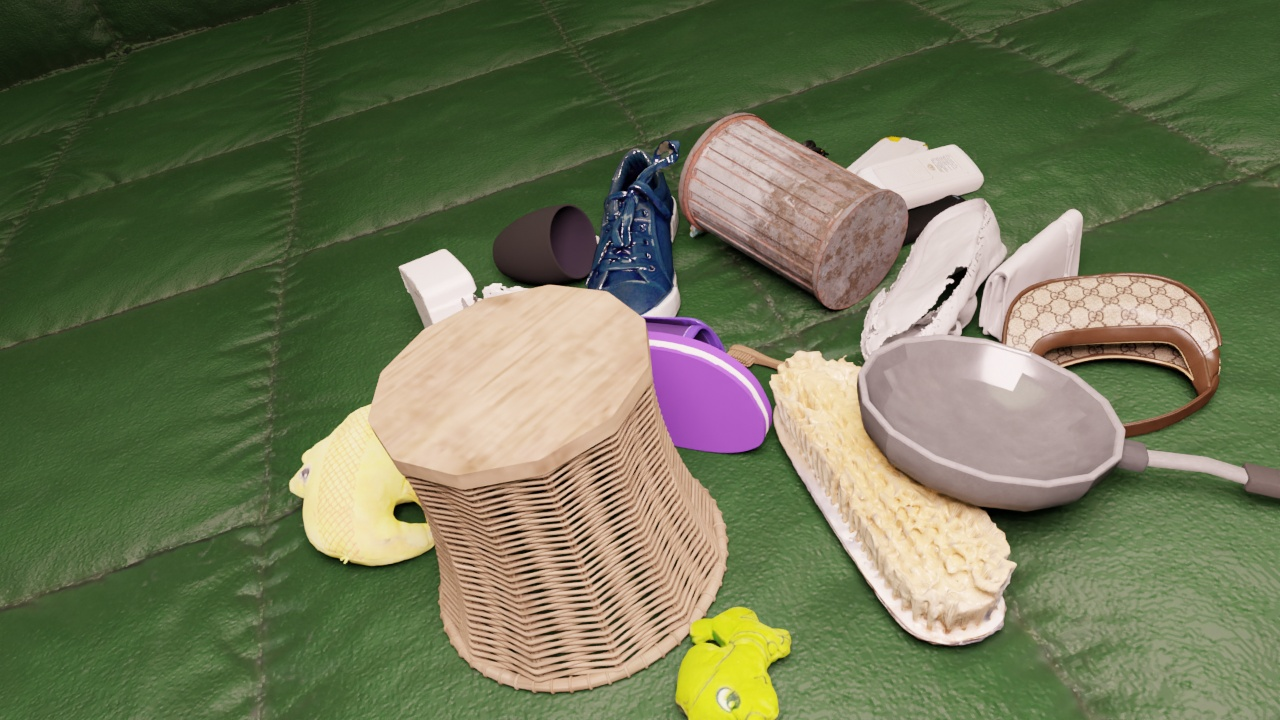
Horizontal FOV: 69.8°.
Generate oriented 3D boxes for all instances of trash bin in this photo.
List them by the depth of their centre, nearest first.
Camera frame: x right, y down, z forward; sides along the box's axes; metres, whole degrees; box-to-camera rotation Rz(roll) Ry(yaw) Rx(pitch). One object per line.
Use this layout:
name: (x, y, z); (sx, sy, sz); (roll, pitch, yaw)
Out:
trash bin: (0.143, -0.154, 0.915); (0.130, 0.131, 0.211); (-32, 49, -21)

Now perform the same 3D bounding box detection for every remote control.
remote control: (0.275, -0.139, 0.960); (0.151, 0.020, 0.041); (-23, 36, -9)
remote control: (0.302, -0.197, 0.993); (0.138, 0.025, 0.060); (-17, 58, -17)

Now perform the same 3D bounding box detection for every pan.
pan: (0.324, 0.064, 0.627); (0.357, 0.041, 0.178); (13, 33, 12)

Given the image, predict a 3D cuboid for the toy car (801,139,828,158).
toy car: (0.166, -0.209, 1.023); (0.100, 0.051, 0.048); (3, 54, 42)

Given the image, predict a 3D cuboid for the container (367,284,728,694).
container: (-0.064, 0.080, 0.651); (0.227, 0.196, 0.226); (-10, 37, 7)

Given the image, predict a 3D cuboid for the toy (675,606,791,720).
toy: (0.060, 0.199, 0.592); (0.093, 0.036, 0.094); (-33, 34, -27)

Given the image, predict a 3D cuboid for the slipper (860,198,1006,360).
slipper: (0.263, -0.059, 0.812); (0.112, 0.074, 0.246); (-38, 7, 48)

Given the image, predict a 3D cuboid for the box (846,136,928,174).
box: (0.247, -0.191, 1.028); (0.064, 0.033, 0.208); (24, 53, 37)

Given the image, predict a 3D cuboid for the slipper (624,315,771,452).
slipper: (-0.005, 0.005, 0.811); (0.267, 0.107, 0.083); (4, 39, 30)

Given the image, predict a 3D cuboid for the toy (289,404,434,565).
toy: (-0.229, 0.103, 0.795); (0.155, 0.065, 0.170); (7, 47, 8)

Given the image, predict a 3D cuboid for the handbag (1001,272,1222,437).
handbag: (0.362, -0.002, 0.727); (0.167, 0.063, 0.138); (-3, 48, 15)

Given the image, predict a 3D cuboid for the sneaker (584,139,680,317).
sneaker: (-0.008, -0.139, 0.975); (0.121, 0.127, 0.293); (-8, 40, 12)

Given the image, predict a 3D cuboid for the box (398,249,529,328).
box: (-0.168, -0.039, 0.910); (0.191, 0.111, 0.083); (21, 49, 42)

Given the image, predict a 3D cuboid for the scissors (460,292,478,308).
scissors: (-0.130, 0.028, 0.796); (0.131, 0.169, 0.012); (-50, 7, -7)

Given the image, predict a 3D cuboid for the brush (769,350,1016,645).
brush: (0.172, 0.088, 0.672); (0.083, 0.057, 0.271); (-12, 37, -10)

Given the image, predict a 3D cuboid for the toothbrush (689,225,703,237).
toothbrush: (0.124, -0.180, 1.069); (0.154, 0.022, 0.016); (-27, 80, -15)

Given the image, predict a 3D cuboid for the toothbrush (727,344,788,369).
toothbrush: (0.145, 0.014, 0.814); (0.167, 0.016, 0.016); (19, 48, 38)

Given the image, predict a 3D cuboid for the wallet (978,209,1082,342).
wallet: (0.341, -0.076, 0.804); (0.116, 0.086, 0.032); (-30, 45, -25)

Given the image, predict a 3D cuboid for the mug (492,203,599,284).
mug: (-0.103, -0.128, 1.041); (0.100, 0.085, 0.118); (-5, 5, 36)
